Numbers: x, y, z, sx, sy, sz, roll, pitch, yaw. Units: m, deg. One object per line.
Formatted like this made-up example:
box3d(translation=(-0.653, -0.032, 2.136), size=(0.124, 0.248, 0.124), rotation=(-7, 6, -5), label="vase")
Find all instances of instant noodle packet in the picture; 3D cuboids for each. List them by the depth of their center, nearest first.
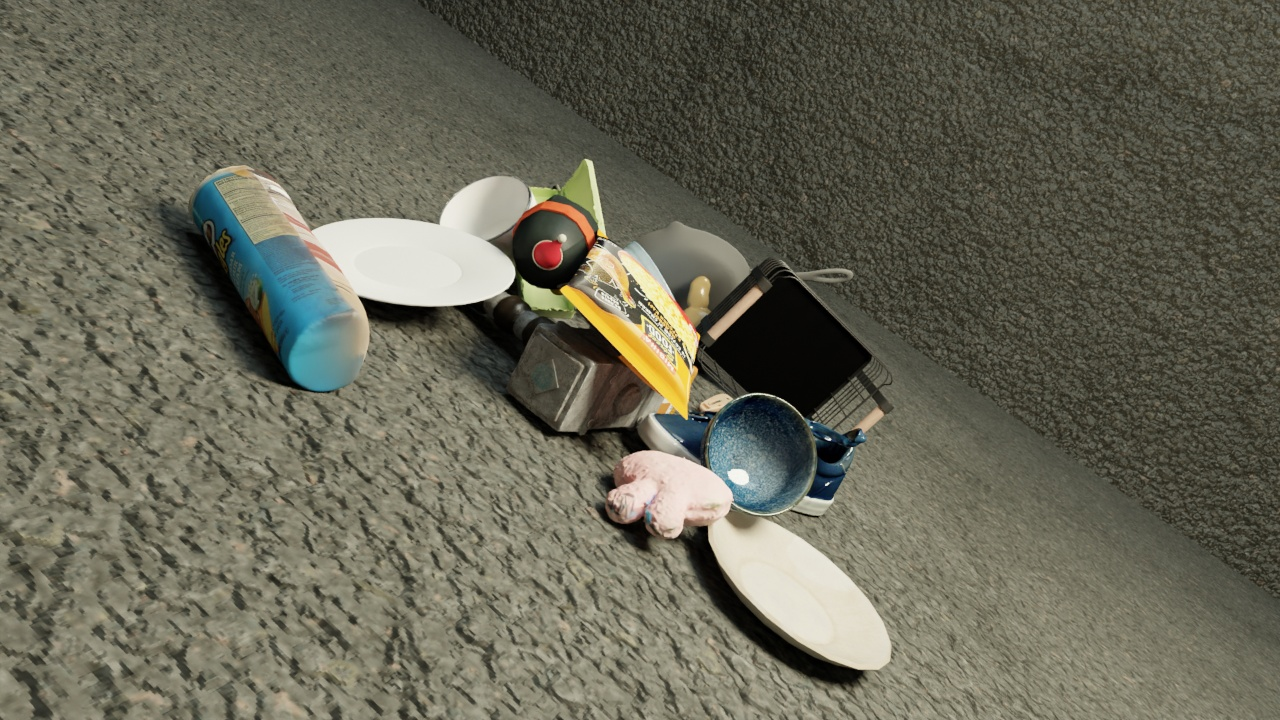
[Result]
box3d(translation=(-0.001, -0.043, 0.900), size=(0.160, 0.032, 0.220), rotation=(46, 20, -11), label="instant noodle packet")

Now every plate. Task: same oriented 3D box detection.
box3d(translation=(0.133, 0.204, 0.801), size=(0.188, 0.027, 0.188), rotation=(30, 17, -10), label="plate")
box3d(translation=(-0.230, -0.095, 0.908), size=(0.208, 0.015, 0.208), rotation=(10, 27, -5), label="plate")

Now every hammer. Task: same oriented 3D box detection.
box3d(translation=(-0.127, -0.043, 0.953), size=(0.326, 0.079, 0.176), rotation=(35, 16, 26), label="hammer")

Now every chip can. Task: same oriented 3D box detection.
box3d(translation=(-0.284, -0.071, 0.729), size=(0.079, 0.080, 0.229), rotation=(12, 27, -50), label="chip can")

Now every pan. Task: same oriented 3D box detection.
box3d(translation=(0.121, -0.111, 1.307), size=(0.355, 0.217, 0.024), rotation=(-1, 51, 8), label="pan")

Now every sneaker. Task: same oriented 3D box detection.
box3d(translation=(0.131, 0.084, 0.973), size=(0.294, 0.127, 0.120), rotation=(17, 22, -38), label="sneaker")

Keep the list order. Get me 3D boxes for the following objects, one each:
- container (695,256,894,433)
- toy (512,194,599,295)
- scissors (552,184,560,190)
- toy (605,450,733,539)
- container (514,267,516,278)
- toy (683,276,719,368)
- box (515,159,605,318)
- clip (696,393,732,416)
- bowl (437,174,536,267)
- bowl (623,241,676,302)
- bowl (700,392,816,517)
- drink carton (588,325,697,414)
box3d(translation=(0.194, -0.002, 1.189), size=(0.241, 0.163, 0.130), rotation=(43, 12, -13), label="container")
box3d(translation=(-0.094, -0.119, 0.983), size=(0.098, 0.100, 0.119), rotation=(-4, 26, 20), label="toy")
box3d(translation=(-0.091, -0.138, 1.203), size=(0.015, 0.179, 0.199), rotation=(-19, 29, -30), label="scissors")
box3d(translation=(0.019, 0.116, 0.786), size=(0.108, 0.053, 0.104), rotation=(20, 22, 22), label="toy")
box3d(translation=(-0.154, -0.148, 1.172), size=(0.129, 0.081, 0.049), rotation=(33, 49, -1), label="container")
box3d(translation=(0.090, -0.036, 1.306), size=(0.106, 0.134, 0.108), rotation=(14, -15, 13), label="toy")
box3d(translation=(-0.095, -0.142, 1.108), size=(0.064, 0.130, 0.187), rotation=(46, 28, -57), label="box")
box3d(translation=(0.088, 0.065, 1.137), size=(0.060, 0.041, 0.024), rotation=(-14, 45, -41), label="clip")
box3d(translation=(-0.168, -0.153, 1.061), size=(0.116, 0.116, 0.066), rotation=(48, -11, 41), label="bowl")
box3d(translation=(-0.005, -0.072, 1.203), size=(0.150, 0.074, 0.151), rotation=(60, -6, 9), label="bowl")
box3d(translation=(0.103, 0.091, 0.868), size=(0.114, 0.114, 0.061), rotation=(29, -19, -12), label="bowl")
box3d(translation=(-0.006, 0.006, 1.029), size=(0.125, 0.076, 0.048), rotation=(36, 16, 23), label="drink carton")
